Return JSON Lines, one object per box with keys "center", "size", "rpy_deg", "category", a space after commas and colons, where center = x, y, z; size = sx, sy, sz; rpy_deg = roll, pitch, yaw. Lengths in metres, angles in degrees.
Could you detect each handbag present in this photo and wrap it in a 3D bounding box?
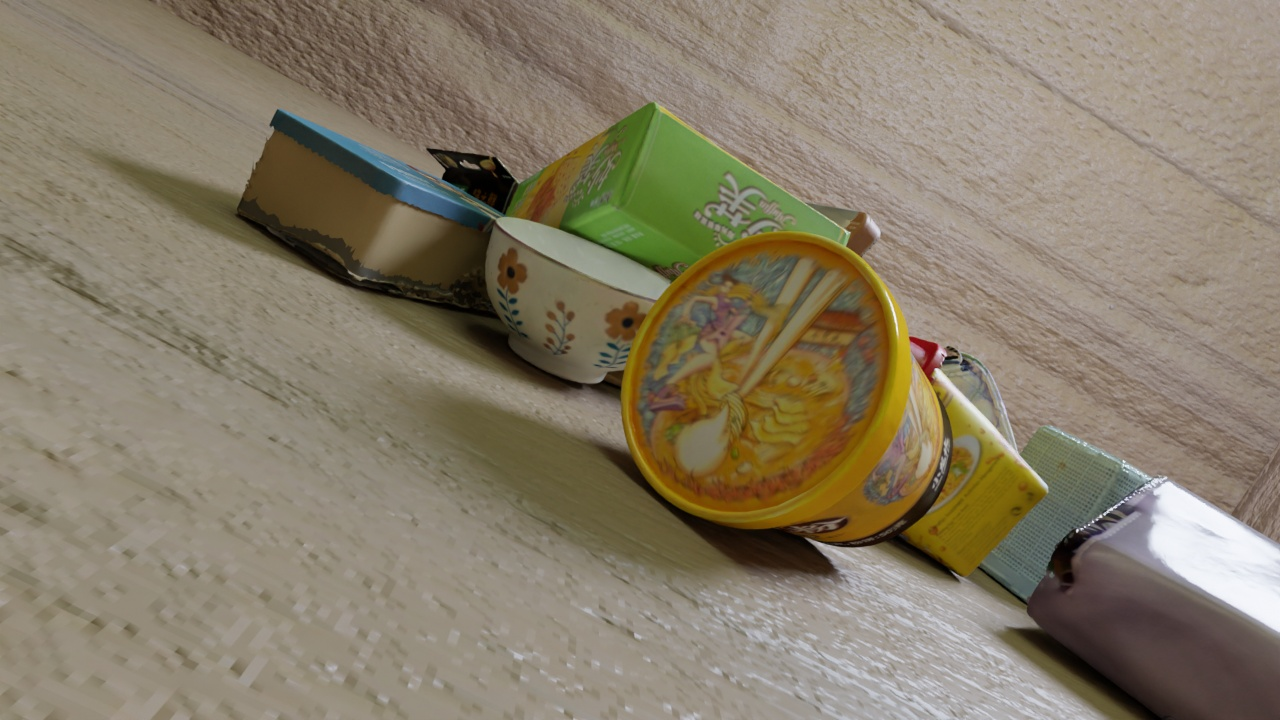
{"center": [0.319, 0.157, 0.471], "size": [0.144, 0.099, 0.197], "rpy_deg": [-1, 27, -44], "category": "handbag"}
{"center": [0.270, 0.065, 0.801], "size": [0.076, 0.134, 0.194], "rpy_deg": [-14, -9, 10], "category": "handbag"}

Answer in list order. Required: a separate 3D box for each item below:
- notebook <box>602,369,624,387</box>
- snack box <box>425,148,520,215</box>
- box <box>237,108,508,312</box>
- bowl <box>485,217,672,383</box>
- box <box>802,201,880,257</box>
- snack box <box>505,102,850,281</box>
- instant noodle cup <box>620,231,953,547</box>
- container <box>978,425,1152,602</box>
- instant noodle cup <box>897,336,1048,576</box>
{"center": [-0.004, 0.004, 0.644], "size": [0.211, 0.012, 0.149], "rpy_deg": [23, 10, -41], "category": "notebook"}
{"center": [-0.105, -0.121, 0.747], "size": [0.125, 0.053, 0.113], "rpy_deg": [19, 1, -42], "category": "snack box"}
{"center": [-0.130, -0.075, 0.495], "size": [0.090, 0.060, 0.184], "rpy_deg": [30, 5, 15], "category": "box"}
{"center": [-0.034, -0.027, 0.489], "size": [0.113, 0.062, 0.113], "rpy_deg": [23, 12, -6], "category": "bowl"}
{"center": [0.147, -0.043, 0.835], "size": [0.156, 0.193, 0.183], "rpy_deg": [27, 7, -25], "category": "box"}
{"center": [0.008, -0.075, 0.612], "size": [0.157, 0.070, 0.210], "rpy_deg": [27, -15, -25], "category": "snack box"}
{"center": [0.071, 0.023, 0.392], "size": [0.118, 0.118, 0.114], "rpy_deg": [35, 1, 40], "category": "instant noodle cup"}
{"center": [0.300, 0.116, 0.638], "size": [0.090, 0.111, 0.090], "rpy_deg": [26, 8, -25], "category": "container"}
{"center": [0.172, 0.060, 0.574], "size": [0.123, 0.116, 0.116], "rpy_deg": [41, 6, -1], "category": "instant noodle cup"}
